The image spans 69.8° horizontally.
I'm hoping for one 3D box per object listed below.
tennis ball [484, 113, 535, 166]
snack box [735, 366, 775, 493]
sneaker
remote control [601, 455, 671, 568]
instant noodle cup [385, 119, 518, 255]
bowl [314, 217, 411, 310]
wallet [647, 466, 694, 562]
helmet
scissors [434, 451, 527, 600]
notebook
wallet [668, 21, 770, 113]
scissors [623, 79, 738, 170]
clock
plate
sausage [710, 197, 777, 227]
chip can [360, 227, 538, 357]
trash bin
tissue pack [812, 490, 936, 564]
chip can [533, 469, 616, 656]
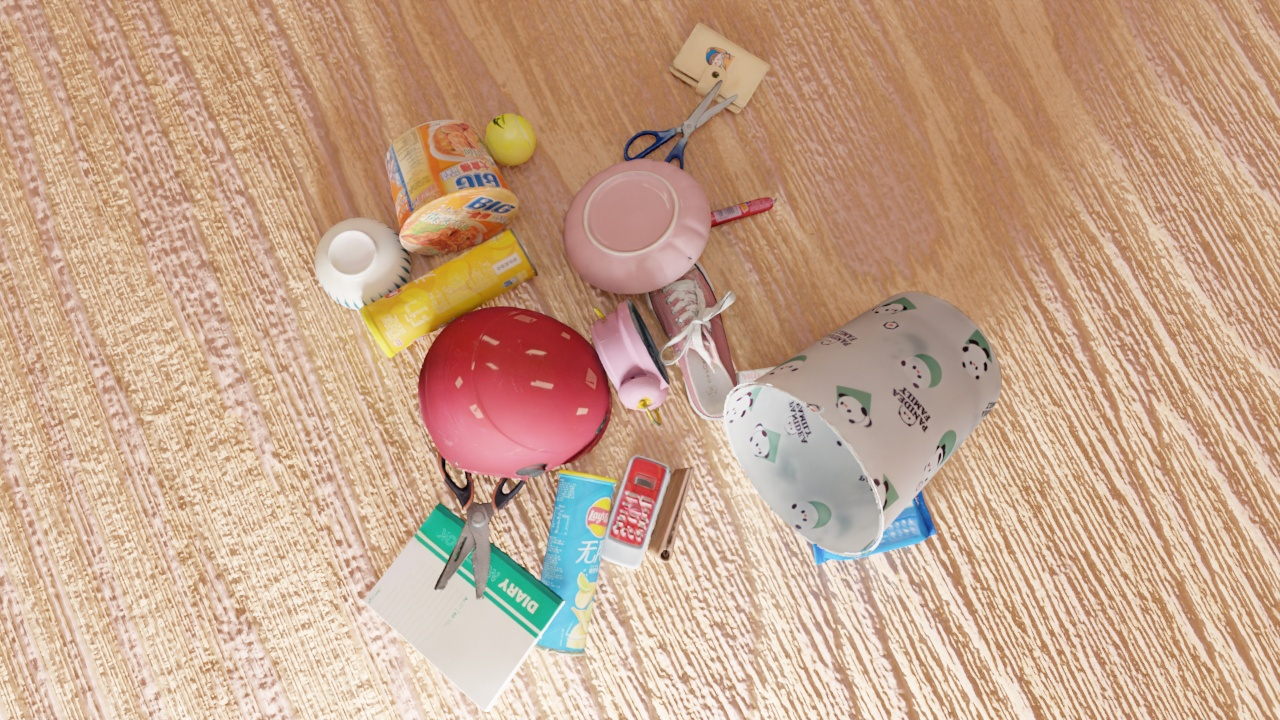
[{"bbox_3d":[-0.167,-0.283,1.175,0.065,0.065,0.065,1,81,-4],"label":"tennis ball"},{"bbox_3d":[0.175,0.086,1.161,0.084,0.027,0.156,-8,82,-5],"label":"snack box"},{"bbox_3d":[0.067,-0.044,1.142,0.118,0.088,0.241,-17,80,-6],"label":"sneaker"},{"bbox_3d":[-0.007,0.187,1.138,0.056,0.020,0.136,20,81,-1],"label":"remote control"},{"bbox_3d":[-0.239,-0.214,1.126,0.151,0.151,0.111,-21,75,-7],"label":"instant noodle cup"},{"bbox_3d":[-0.349,-0.125,1.140,0.116,0.066,0.116,0,81,-3],"label":"bowl"},{"bbox_3d":[0.037,0.183,1.102,0.020,0.101,0.115,18,80,-4],"label":"wallet"},{"bbox_3d":[-0.140,0.029,1.079,0.240,0.144,0.206,3,74,-11],"label":"helmet"},{"bbox_3d":[-0.193,0.170,1.107,0.188,0.015,0.224,-29,70,-16],"label":"scissors"},{"bbox_3d":[-0.210,0.284,1.079,0.209,0.012,0.150,32,79,23],"label":"notebook"},{"bbox_3d":[0.104,-0.391,1.230,0.115,0.024,0.087,32,83,0],"label":"wallet"},{"bbox_3d":[0.049,-0.306,1.211,0.144,0.012,0.170,14,87,2],"label":"scissors"},{"bbox_3d":[-0.007,0.007,1.119,0.060,0.117,0.158,-26,82,6],"label":"clock"},{"bbox_3d":[-0.009,-0.177,1.150,0.192,0.039,0.192,-5,68,11],"label":"plate"},{"bbox_3d":[0.106,-0.188,1.202,0.156,0.020,0.020,-17,83,-6],"label":"sausage"},{"bbox_3d":[-0.236,-0.086,1.138,0.213,0.072,0.072,-30,84,-7],"label":"chip can"},{"bbox_3d":[0.264,0.058,1.059,0.251,0.230,0.229,-35,85,-25],"label":"trash bin"},{"bbox_3d":[0.281,0.193,1.139,0.157,0.052,0.095,-13,81,-6],"label":"tissue pack"},{"bbox_3d":[-0.081,0.240,1.100,0.071,0.071,0.210,10,82,-2],"label":"chip can"}]
